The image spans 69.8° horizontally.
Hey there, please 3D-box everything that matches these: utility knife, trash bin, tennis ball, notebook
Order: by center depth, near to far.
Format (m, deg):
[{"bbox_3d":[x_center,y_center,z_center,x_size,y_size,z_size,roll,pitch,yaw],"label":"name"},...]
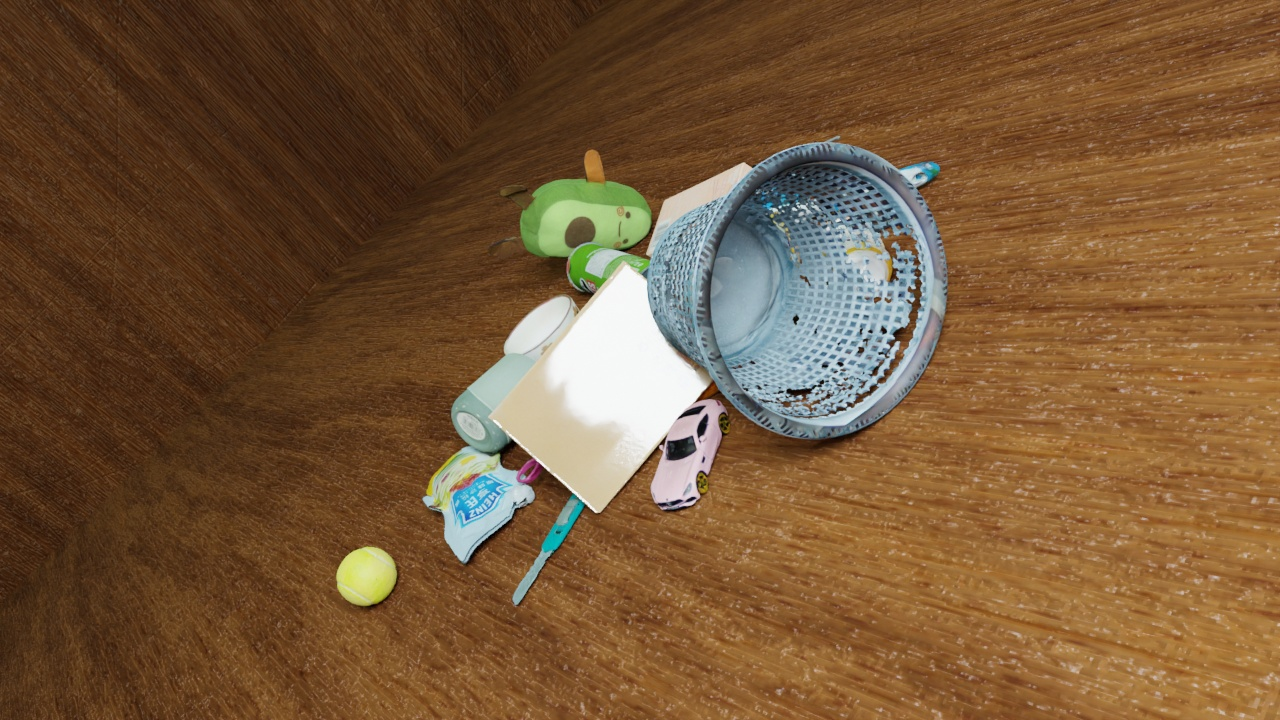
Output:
[{"bbox_3d":[0.109,-0.062,0.785,0.226,0.226,0.195,-46,20,-10],"label":"trash bin"},{"bbox_3d":[-0.029,0.025,0.905,0.207,0.148,0.008,-50,-7,-2],"label":"notebook"},{"bbox_3d":[-0.071,0.154,0.915,0.029,0.013,0.208,-10,39,47],"label":"utility knife"},{"bbox_3d":[-0.310,0.244,1.039,0.066,0.065,0.065,-32,27,18],"label":"tennis ball"}]

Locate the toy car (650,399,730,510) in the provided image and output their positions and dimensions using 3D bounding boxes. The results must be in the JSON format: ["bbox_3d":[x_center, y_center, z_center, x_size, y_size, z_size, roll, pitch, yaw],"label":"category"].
[{"bbox_3d":[0.044,0.083,0.845,0.056,0.037,0.122,-19,34,40],"label":"toy car"}]

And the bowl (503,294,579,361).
[{"bbox_3d":[-0.117,-0.027,1.210,0.114,0.062,0.113,-33,27,19],"label":"bowl"}]

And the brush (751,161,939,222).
[{"bbox_3d":[0.186,-0.176,1.046,0.315,0.060,0.109,-24,36,31],"label":"brush"}]

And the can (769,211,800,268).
[{"bbox_3d":[0.129,-0.099,0.972,0.049,0.074,0.147,-20,33,32],"label":"can"}]

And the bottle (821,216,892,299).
[{"bbox_3d":[0.203,-0.104,0.890,0.063,0.063,0.108,-32,27,18],"label":"bottle"}]

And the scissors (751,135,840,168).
[{"bbox_3d":[0.175,-0.245,1.117,0.222,0.022,0.221,-18,11,47],"label":"scissors"}]

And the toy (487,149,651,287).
[{"bbox_3d":[-0.091,-0.200,1.316,0.246,0.228,0.090,-8,48,-23],"label":"toy"}]

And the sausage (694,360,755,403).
[{"bbox_3d":[0.080,0.018,0.915,0.165,0.021,0.021,-32,27,17],"label":"sausage"}]

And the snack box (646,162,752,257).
[{"bbox_3d":[0.071,-0.173,1.095,0.158,0.026,0.084,-12,55,54],"label":"snack box"}]

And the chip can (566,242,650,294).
[{"bbox_3d":[-0.025,-0.107,1.199,0.072,0.072,0.236,-45,26,-9],"label":"chip can"}]

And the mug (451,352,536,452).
[{"bbox_3d":[-0.159,0.050,1.097,0.112,0.082,0.106,-16,21,46],"label":"mug"}]

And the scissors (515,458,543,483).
[{"bbox_3d":[-0.095,0.098,1.021,0.128,0.017,0.133,-32,28,-16],"label":"scissors"}]

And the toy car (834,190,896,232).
[{"bbox_3d":[0.240,-0.155,0.945,0.091,0.043,0.036,-30,30,19],"label":"toy car"}]

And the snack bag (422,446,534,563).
[{"bbox_3d":[-0.188,0.155,1.050,0.110,0.039,0.191,-34,24,-15],"label":"snack bag"}]
